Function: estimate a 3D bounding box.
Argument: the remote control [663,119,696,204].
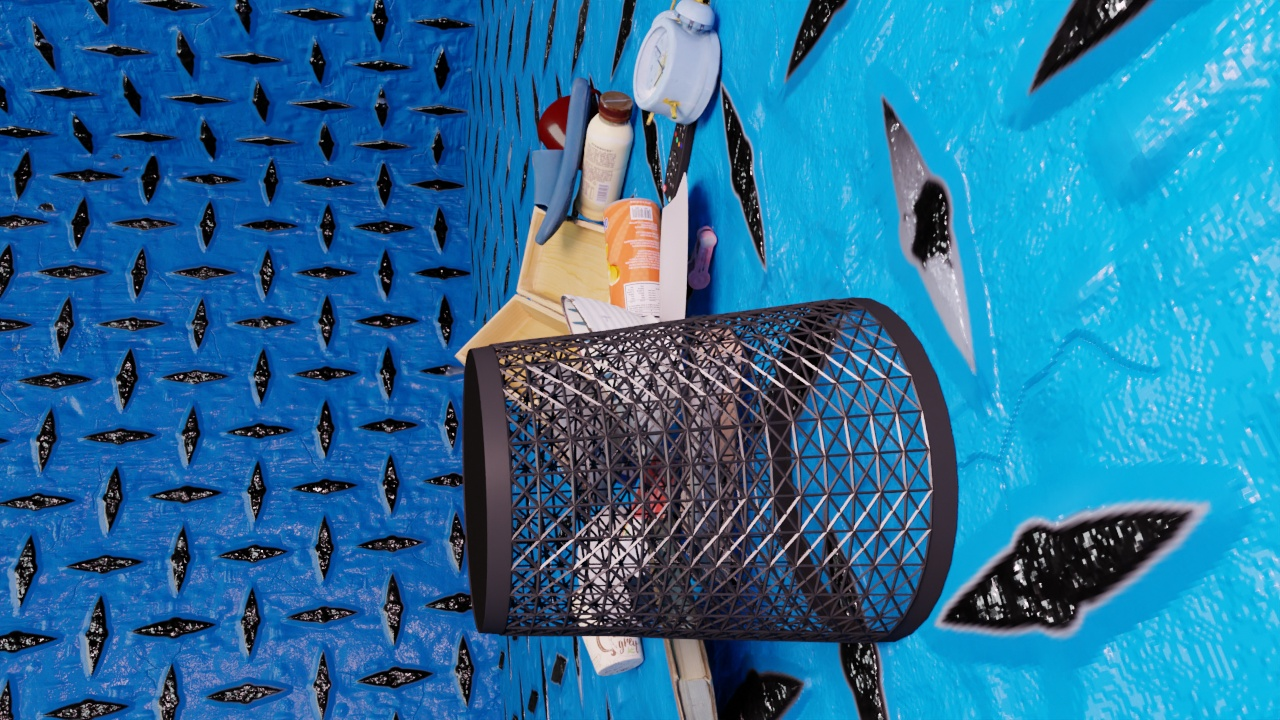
[{"bbox_3d":[0.041,-0.213,0.906,0.039,0.010,0.125,-108,22,-46],"label":"remote control"}]

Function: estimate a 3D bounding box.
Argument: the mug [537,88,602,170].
[{"bbox_3d":[-0.073,-0.301,1.212,0.088,0.087,0.114,57,132,32],"label":"mug"}]

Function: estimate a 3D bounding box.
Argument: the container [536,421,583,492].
[{"bbox_3d":[-0.102,0.073,1.250,0.145,0.071,0.187,66,175,-25],"label":"container"}]

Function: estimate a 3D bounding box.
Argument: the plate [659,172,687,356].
[{"bbox_3d":[0.029,-0.089,0.860,0.173,0.019,0.173,167,104,-89],"label":"plate"}]

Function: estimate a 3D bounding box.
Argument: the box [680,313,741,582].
[{"bbox_3d":[0.060,0.073,0.822,0.148,0.043,0.216,-81,-8,-78],"label":"box"}]

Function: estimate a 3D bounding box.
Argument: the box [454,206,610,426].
[{"bbox_3d":[-0.113,-0.062,1.173,0.247,0.096,0.261,27,95,53],"label":"box"}]

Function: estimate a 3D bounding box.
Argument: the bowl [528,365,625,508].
[{"bbox_3d":[-0.051,0.058,0.854,0.150,0.056,0.151,61,171,17],"label":"bowl"}]

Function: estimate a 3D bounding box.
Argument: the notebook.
[{"bbox_3d":[0.035,0.237,0.826,0.216,0.034,0.189,80,177,-50],"label":"notebook"}]

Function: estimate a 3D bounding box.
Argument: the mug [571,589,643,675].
[{"bbox_3d":[-0.034,0.340,1.146,0.122,0.081,0.097,73,178,-60],"label":"mug"}]

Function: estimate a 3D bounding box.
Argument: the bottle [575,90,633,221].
[{"bbox_3d":[-0.042,-0.248,1.121,0.162,0.056,0.056,105,158,-46],"label":"bottle"}]

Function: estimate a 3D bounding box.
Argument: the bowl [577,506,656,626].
[{"bbox_3d":[-0.031,0.229,1.004,0.131,0.064,0.132,-11,-91,-78],"label":"bowl"}]

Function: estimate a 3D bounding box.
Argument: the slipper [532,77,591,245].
[{"bbox_3d":[-0.103,-0.246,1.139,0.104,0.059,0.213,163,120,-86],"label":"slipper"}]

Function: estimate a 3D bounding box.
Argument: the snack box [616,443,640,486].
[{"bbox_3d":[-0.034,0.100,1.038,0.226,0.059,0.059,172,121,-84],"label":"snack box"}]

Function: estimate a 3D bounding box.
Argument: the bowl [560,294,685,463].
[{"bbox_3d":[-0.005,0.005,0.857,0.177,0.071,0.177,61,170,18],"label":"bowl"}]

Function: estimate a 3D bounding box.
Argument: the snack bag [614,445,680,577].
[{"bbox_3d":[0.008,0.153,0.932,0.077,0.036,0.115,106,-178,-49],"label":"snack bag"}]

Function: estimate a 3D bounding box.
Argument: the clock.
[{"bbox_3d":[0.034,-0.277,0.833,0.089,0.051,0.124,-159,78,-66],"label":"clock"}]

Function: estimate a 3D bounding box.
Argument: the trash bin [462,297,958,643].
[{"bbox_3d":[0.022,0.070,0.557,0.217,0.243,0.217,178,91,-75],"label":"trash bin"}]

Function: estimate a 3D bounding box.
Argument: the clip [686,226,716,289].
[{"bbox_3d":[0.056,-0.097,0.846,0.035,0.022,0.058,-99,21,-56],"label":"clip"}]

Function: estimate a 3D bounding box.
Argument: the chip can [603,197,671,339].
[{"bbox_3d":[-0.001,-0.063,0.974,0.062,0.062,0.210,134,133,-69],"label":"chip can"}]

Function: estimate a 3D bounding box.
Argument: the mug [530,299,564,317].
[{"bbox_3d":[-0.106,-0.074,1.297,0.111,0.085,0.104,-61,24,-12],"label":"mug"}]
